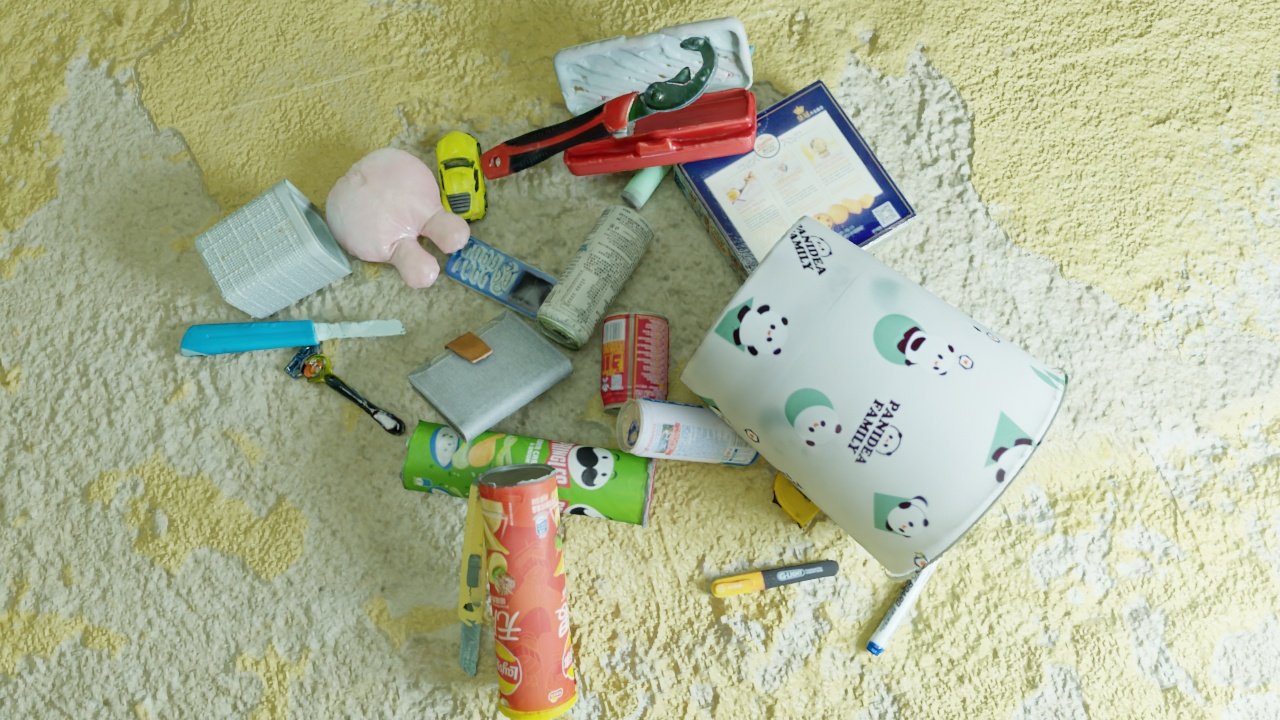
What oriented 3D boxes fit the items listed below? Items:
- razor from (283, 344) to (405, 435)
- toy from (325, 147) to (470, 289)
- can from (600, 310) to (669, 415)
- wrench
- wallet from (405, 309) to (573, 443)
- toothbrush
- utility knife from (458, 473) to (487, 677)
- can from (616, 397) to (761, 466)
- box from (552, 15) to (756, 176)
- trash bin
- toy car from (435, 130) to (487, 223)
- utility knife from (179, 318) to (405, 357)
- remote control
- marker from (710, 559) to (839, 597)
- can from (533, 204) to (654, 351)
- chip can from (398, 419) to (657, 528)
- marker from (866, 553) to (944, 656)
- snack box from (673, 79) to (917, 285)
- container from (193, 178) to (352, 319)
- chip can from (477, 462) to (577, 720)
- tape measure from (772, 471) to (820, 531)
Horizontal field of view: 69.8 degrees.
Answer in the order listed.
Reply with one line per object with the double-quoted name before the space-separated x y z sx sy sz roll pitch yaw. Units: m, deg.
"razor" -0.294 0.032 0.921 0.143 0.022 0.042 35 81 9
"toy" -0.250 -0.145 0.942 0.159 0.054 0.121 43 92 16
"can" -0.005 0.005 0.895 0.066 0.066 0.093 1 76 2
"wrench" -0.046 -0.240 0.911 0.274 0.016 0.056 -20 88 23
"wallet" -0.147 0.009 0.886 0.129 0.037 0.106 -35 59 -27
"toothbrush" 0.052 -0.252 0.976 0.027 0.026 0.224 24 75 47
"utility knife" -0.151 0.198 0.850 0.031 0.021 0.202 10 105 14
"can" 0.047 0.067 0.856 0.134 0.053 0.053 9 75 -27
"box" 0.011 -0.264 0.920 0.202 0.100 0.110 -5 55 16
"trash bin" 0.186 0.022 0.794 0.252 0.230 0.229 38 80 6
"toy car" -0.190 -0.196 0.967 0.048 0.032 0.105 -9 75 0
"utility knife" -0.352 -0.026 0.930 0.234 0.018 0.034 -3 71 5
"remote control" -0.136 -0.081 0.941 0.125 0.024 0.049 27 79 4
"marker" 0.128 0.206 0.870 0.124 0.015 0.018 -10 81 -2
"can" -0.045 -0.084 0.917 0.058 0.058 0.146 29 75 8
"chip can" -0.104 0.107 0.872 0.236 0.072 0.072 8 77 4
"marker" 0.257 0.214 0.864 0.017 0.017 0.145 35 80 9
"snack box" 0.155 -0.169 0.943 0.178 0.046 0.182 -30 78 -4
"container" -0.371 -0.108 0.924 0.111 0.090 0.090 -31 77 -3
"chip can" -0.099 0.202 0.813 0.073 0.073 0.216 -4 97 1
"tape measure" 0.157 0.123 0.882 0.060 0.029 0.057 -44 79 -9
